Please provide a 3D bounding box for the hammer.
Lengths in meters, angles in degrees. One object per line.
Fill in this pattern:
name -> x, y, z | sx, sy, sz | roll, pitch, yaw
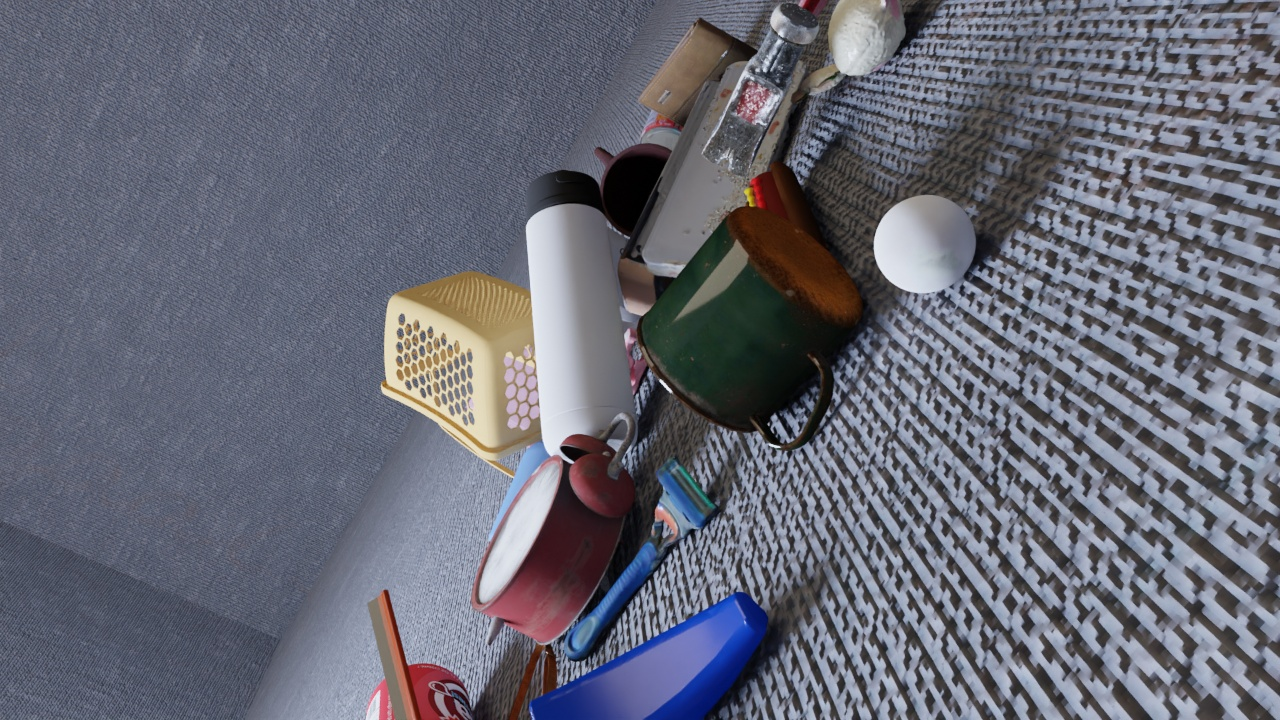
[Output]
hammer -> 0.128, -0.266, 0.694 | 0.325, 0.036, 0.141 | -61, 0, -40

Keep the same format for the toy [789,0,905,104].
toy -> 0.141, -0.211, 0.592 | 0.087, 0.050, 0.112 | -76, 6, -58

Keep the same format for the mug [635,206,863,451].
mug -> 0.061, -0.012, 0.447 | 0.081, 0.084, 0.111 | -51, 52, 29

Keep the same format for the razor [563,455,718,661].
razor -> -0.004, 0.119, 0.516 | 0.044, 0.018, 0.141 | 50, 117, 36

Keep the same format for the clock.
clock -> -0.043, 0.106, 0.586 | 0.157, 0.062, 0.110 | -58, 14, 4

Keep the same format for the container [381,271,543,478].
container -> -0.139, 0.022, 0.842 | 0.183, 0.129, 0.167 | 23, 125, 40

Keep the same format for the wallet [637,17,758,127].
wallet -> 0.065, -0.244, 0.821 | 0.121, 0.098, 0.026 | -33, 38, 60

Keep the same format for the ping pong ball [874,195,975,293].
ping pong ball -> 0.117, -0.048, 0.379 | 0.040, 0.040, 0.040 | -54, 16, 23

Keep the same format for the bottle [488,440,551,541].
bottle -> -0.078, 0.096, 0.750 | 0.048, 0.048, 0.130 | -39, 26, 55

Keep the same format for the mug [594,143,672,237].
mug -> 0.003, -0.166, 0.874 | 0.087, 0.114, 0.088 | -52, -6, 12

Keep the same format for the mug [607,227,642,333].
mug -> -0.034, -0.070, 0.821 | 0.083, 0.096, 0.119 | -56, 15, 16

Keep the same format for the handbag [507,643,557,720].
handbag -> -0.062, 0.218, 0.520 | 0.093, 0.043, 0.195 | -62, 5, 9

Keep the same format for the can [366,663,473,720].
can -> -0.148, 0.262, 0.617 | 0.074, 0.074, 0.142 | -62, 14, -4

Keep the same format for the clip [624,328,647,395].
clip -> -0.010, 0.001, 0.735 | 0.060, 0.044, 0.023 | -49, 9, -9

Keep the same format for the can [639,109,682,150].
can -> 0.046, -0.263, 0.979 | 0.067, 0.066, 0.124 | -41, 25, 53

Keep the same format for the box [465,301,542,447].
box -> -0.076, -0.026, 0.966 | 0.232, 0.099, 0.107 | -62, -18, 1

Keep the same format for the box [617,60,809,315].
box -> 0.064, -0.137, 0.740 | 0.115, 0.096, 0.216 | 85, -154, -62

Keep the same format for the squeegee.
squeegee -> -0.020, 0.159, 0.391 | 0.185, 0.055, 0.249 | -42, 50, 16

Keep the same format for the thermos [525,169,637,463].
thermos -> -0.053, -0.034, 0.708 | 0.101, 0.068, 0.229 | 123, 142, -62

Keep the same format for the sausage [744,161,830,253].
sausage -> 0.085, -0.080, 0.553 | 0.040, 0.040, 0.155 | -54, 16, 24
